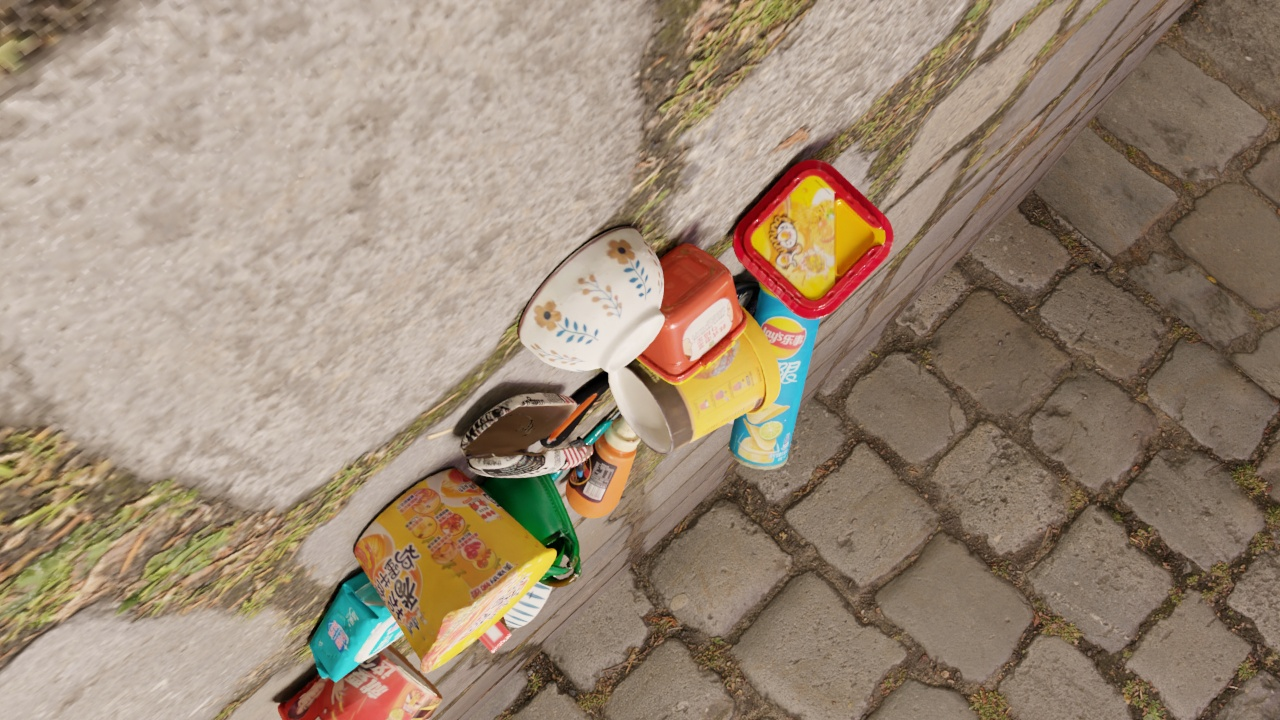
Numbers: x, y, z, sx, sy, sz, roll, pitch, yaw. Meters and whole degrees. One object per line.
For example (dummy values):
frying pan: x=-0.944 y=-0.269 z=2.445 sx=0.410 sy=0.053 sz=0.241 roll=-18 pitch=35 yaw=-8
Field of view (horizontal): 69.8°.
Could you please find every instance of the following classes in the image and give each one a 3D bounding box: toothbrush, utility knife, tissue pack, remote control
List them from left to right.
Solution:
tissue pack: x=-0.237 y=0.226 z=0.823 sx=0.093 sy=0.050 sz=0.134 roll=-28 pitch=160 yaw=-52
utility knife: x=-0.078 y=0.113 z=1.028 sx=0.166 sy=0.013 sz=0.029 roll=-46 pitch=172 yaw=7
toothbrush: x=-0.067 y=0.106 z=0.970 sx=0.016 sy=0.014 sz=0.190 roll=-35 pitch=169 yaw=-13
remote control: x=0.107 y=-0.065 z=1.003 sx=0.053 sy=0.024 sz=0.136 roll=-53 pitch=162 yaw=20

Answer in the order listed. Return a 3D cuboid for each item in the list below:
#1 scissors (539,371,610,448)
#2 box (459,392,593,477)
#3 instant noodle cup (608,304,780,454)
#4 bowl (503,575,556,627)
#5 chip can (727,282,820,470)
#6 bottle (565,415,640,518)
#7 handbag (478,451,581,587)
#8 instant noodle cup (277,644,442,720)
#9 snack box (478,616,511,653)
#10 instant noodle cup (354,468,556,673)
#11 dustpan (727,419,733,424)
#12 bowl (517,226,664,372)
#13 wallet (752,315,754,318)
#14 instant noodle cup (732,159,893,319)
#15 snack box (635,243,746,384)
scissors: x=-0.009 y=0.008 z=0.891 sx=0.233 sy=0.021 sz=0.221 roll=-43 pitch=167 yaw=-3
box: x=-0.095 y=0.055 z=0.748 sx=0.075 sy=0.082 sz=0.163 roll=-12 pitch=176 yaw=16
instant noodle cup: x=0.044 y=0.017 z=0.818 sx=0.114 sy=0.118 sz=0.119 roll=-32 pitch=163 yaw=-21
bowl: x=-0.149 y=0.232 z=1.024 sx=0.066 sy=0.116 sz=0.117 roll=27 pitch=116 yaw=-29
chip can: x=0.146 y=0.013 z=0.992 sx=0.071 sy=0.071 sz=0.211 roll=-29 pitch=135 yaw=-48
bottle: x=-0.037 y=0.118 z=1.071 sx=0.066 sy=0.067 sz=0.150 roll=-28 pitch=151 yaw=-51
handbag: x=-0.099 y=0.156 z=0.870 sx=0.068 sy=0.120 sz=0.131 roll=-34 pitch=166 yaw=-17
instant noodle cup: x=-0.278 y=0.350 z=0.930 sx=0.108 sy=0.138 sz=0.138 roll=-49 pitch=169 yaw=-17
snack box: x=-0.167 y=0.234 z=0.902 sx=0.025 sy=0.075 sz=0.153 roll=-41 pitch=-174 yaw=-12
instant noodle cup: x=-0.154 y=0.162 z=0.741 sx=0.138 sy=0.110 sz=0.138 roll=-41 pitch=167 yaw=-12
dustpan: x=0.126 y=-0.018 z=1.148 sx=0.223 sy=0.139 sz=0.273 roll=103 pitch=1 yaw=-72
bowl: x=-0.023 y=-0.032 z=0.642 sx=0.113 sy=0.062 sz=0.113 roll=-43 pitch=167 yaw=-12
wallet: x=0.073 y=-0.011 z=1.062 sx=0.131 sy=0.031 sz=0.108 roll=-22 pitch=153 yaw=-55
instant noodle cup: x=0.156 y=-0.110 z=0.852 sx=0.116 sy=0.116 sz=0.123 roll=-46 pitch=179 yaw=8
snack box: x=0.034 y=-0.040 z=0.742 sx=0.091 sy=0.082 sz=0.080 roll=-40 pitch=148 yaw=-19
